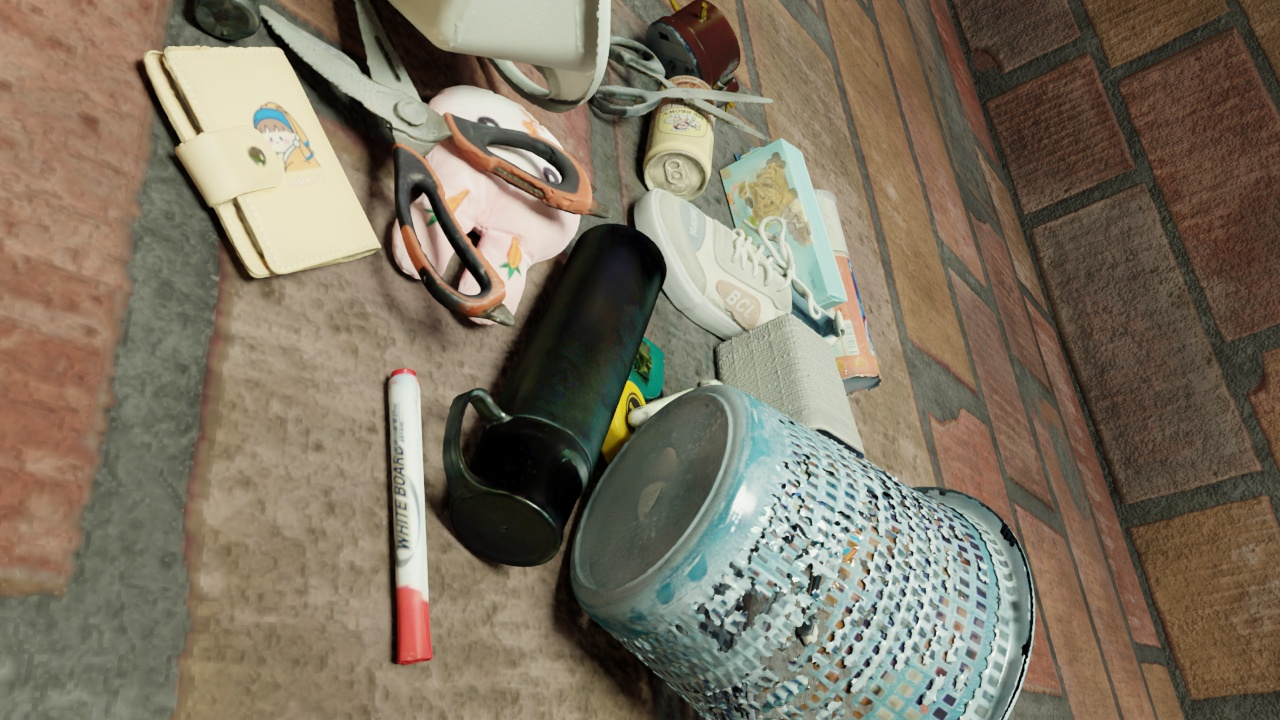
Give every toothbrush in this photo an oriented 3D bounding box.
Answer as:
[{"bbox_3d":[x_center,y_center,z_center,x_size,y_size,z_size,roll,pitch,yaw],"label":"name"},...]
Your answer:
[{"bbox_3d":[0.030,0.031,0.663,0.029,0.020,0.189,40,16,14],"label":"toothbrush"},{"bbox_3d":[0.160,0.178,0.805,0.018,0.016,0.180,61,31,-22],"label":"toothbrush"}]

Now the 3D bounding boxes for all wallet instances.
[{"bbox_3d":[-0.182,-0.098,0.446,0.087,0.024,0.115,-32,100,-58],"label":"wallet"}]

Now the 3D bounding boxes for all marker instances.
[{"bbox_3d":[-0.113,0.072,0.448,0.017,0.017,0.145,21,53,-50],"label":"marker"}]

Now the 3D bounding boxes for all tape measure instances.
[{"bbox_3d":[-0.015,0.043,0.606,0.057,0.029,0.060,-76,148,-49],"label":"tape measure"},{"bbox_3d":[-0.004,0.004,0.653,0.058,0.025,0.054,36,42,-40],"label":"tape measure"}]

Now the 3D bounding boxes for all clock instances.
[{"bbox_3d":[0.054,-0.283,0.871,0.082,0.055,0.122,38,-19,45],"label":"clock"}]

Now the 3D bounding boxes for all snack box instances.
[{"bbox_3d":[0.141,-0.125,0.913,0.051,0.074,0.174,9,63,-55],"label":"snack box"}]

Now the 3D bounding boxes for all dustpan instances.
[{"bbox_3d":[-0.081,-0.276,0.520,0.142,0.258,0.222,-12,49,-46],"label":"dustpan"}]

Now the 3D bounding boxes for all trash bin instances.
[{"bbox_3d":[0.075,0.125,0.543,0.195,0.227,0.225,38,40,-20],"label":"trash bin"}]

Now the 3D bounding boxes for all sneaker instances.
[{"bbox_3d":[0.094,-0.070,0.789,0.242,0.091,0.089,38,40,-38],"label":"sneaker"}]

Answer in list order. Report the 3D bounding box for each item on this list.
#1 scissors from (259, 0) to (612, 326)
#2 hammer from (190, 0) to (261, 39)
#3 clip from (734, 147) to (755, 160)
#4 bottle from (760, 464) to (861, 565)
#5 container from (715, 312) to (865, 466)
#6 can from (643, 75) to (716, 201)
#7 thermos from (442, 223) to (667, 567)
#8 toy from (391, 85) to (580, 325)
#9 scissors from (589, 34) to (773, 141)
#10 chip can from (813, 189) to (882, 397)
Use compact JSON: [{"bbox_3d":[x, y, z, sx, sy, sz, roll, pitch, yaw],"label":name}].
[{"bbox_3d":[-0.113,-0.117,0.508,0.227,0.015,0.188,19,58,-21],"label":"scissors"},{"bbox_3d":[-0.225,-0.304,0.503,0.128,0.033,0.300,19,55,-51],"label":"hammer"},{"bbox_3d":[0.120,-0.198,0.983,0.026,0.043,0.058,3,76,-59],"label":"clip"},{"bbox_3d":[0.108,0.109,0.718,0.218,0.065,0.065,31,46,-45],"label":"bottle"},{"bbox_3d":[0.121,0.033,0.768,0.090,0.090,0.114,30,44,-46],"label":"container"},{"bbox_3d":[0.036,-0.197,0.812,0.058,0.059,0.116,43,39,-34],"label":"can"},{"bbox_3d":[-0.046,0.001,0.544,0.090,0.069,0.241,57,32,-28],"label":"thermos"},{"bbox_3d":[-0.091,-0.098,0.560,0.121,0.054,0.159,36,49,-29],"label":"toy"},{"bbox_3d":[0.032,-0.232,0.793,0.180,0.014,0.159,-18,61,-31],"label":"scissors"},{"bbox_3d":[0.194,-0.070,0.962,0.071,0.071,0.214,19,56,-51],"label":"chip can"}]
